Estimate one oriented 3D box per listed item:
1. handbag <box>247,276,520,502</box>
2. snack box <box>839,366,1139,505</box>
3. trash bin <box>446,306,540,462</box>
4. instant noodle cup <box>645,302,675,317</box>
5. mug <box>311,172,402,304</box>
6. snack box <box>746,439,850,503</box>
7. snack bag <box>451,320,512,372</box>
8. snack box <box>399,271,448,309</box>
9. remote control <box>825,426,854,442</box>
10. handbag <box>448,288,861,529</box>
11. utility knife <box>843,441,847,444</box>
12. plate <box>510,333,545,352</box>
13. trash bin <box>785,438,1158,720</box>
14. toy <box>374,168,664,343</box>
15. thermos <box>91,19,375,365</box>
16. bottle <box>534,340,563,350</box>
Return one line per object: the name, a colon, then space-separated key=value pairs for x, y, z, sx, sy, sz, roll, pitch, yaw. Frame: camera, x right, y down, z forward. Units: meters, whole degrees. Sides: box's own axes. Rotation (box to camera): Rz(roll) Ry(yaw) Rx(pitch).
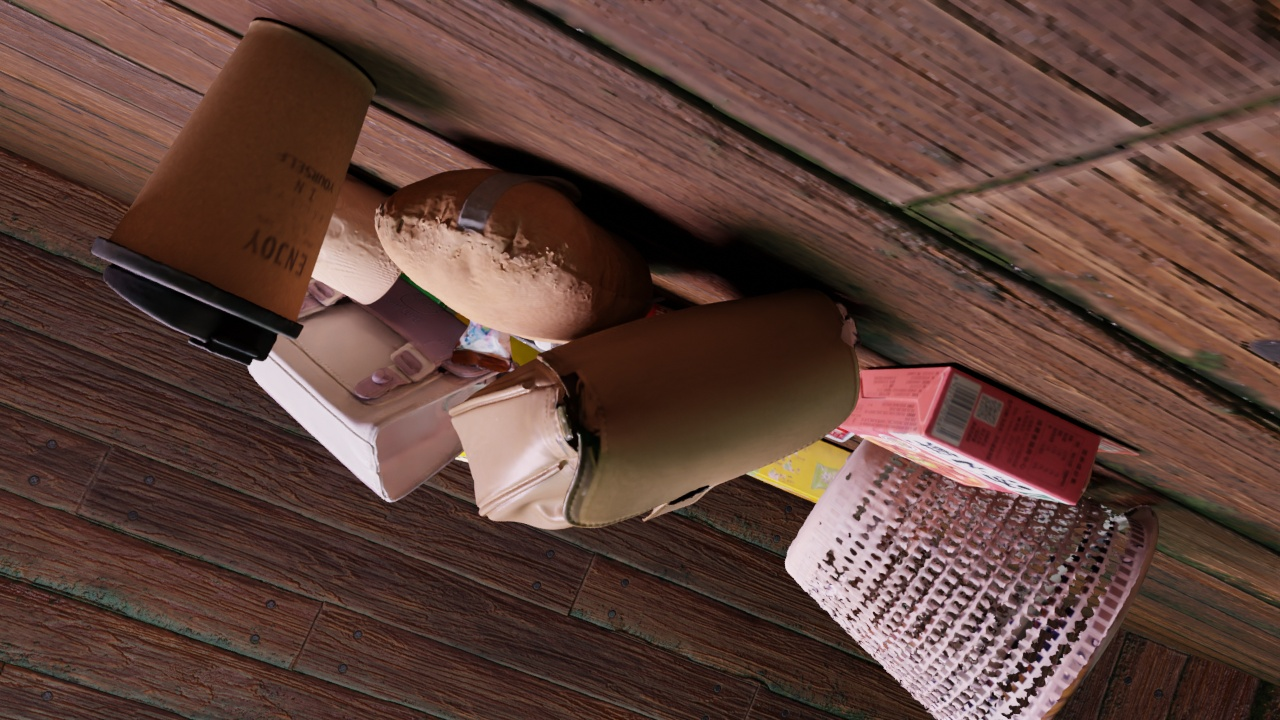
handbag: x=-0.211 y=0.001 z=0.741 sx=0.197 sy=0.144 sz=0.099 roll=34 pitch=138 yaw=28
snack box: x=0.202 y=0.048 z=0.551 sx=0.127 sy=0.044 sz=0.113 roll=24 pitch=174 yaw=-9
trash bin: x=-0.244 y=0.015 z=1.136 sx=0.256 sy=0.229 sz=0.229 roll=14 pitch=171 yaw=25
instant noodle cup: x=0.004 y=0.021 z=0.665 sx=0.108 sy=0.138 sz=0.138 roll=15 pitch=174 yaw=-1
mug: x=-0.238 y=-0.112 z=0.695 sx=0.103 sy=0.084 sz=0.124 roll=29 pitch=-162 yaw=-37
snack box: x=0.165 y=0.117 z=1.154 sx=0.210 sy=0.070 sz=0.158 roll=22 pitch=174 yaw=6
snack bag: x=-0.105 y=-0.042 z=0.670 sx=0.045 sy=0.105 sz=0.026 roll=13 pitch=-165 yaw=-16
snack box: x=-0.240 y=-0.066 z=0.896 sx=0.118 sy=0.105 sz=0.117 roll=25 pitch=174 yaw=-8
remote control: x=0.169 y=0.054 z=0.833 sx=0.056 sy=0.020 sz=0.136 roll=21 pitch=173 yaw=9
handbag: x=0.013 y=0.029 z=0.479 sx=0.204 sy=0.099 sz=0.148 roll=-17 pitch=173 yaw=-25
utility knife: x=0.147 y=0.054 z=0.922 sx=0.187 sy=0.018 sz=0.034 roll=26 pitch=-175 yaw=-31
plate: x=-0.077 y=-0.014 z=0.923 sx=0.179 sy=0.024 sz=0.179 roll=27 pitch=180 yaw=0
trash bin: x=0.225 y=0.150 z=0.681 sx=0.192 sy=0.227 sz=0.227 roll=34 pitch=177 yaw=17
toy: x=-0.057 y=-0.050 z=0.541 sx=0.143 sy=0.082 sz=0.226 roll=22 pitch=178 yaw=10
thermos: x=-0.179 y=-0.076 z=0.422 sx=0.093 sy=0.143 sz=0.093 roll=24 pitch=174 yaw=3
bottle: x=-0.005 y=0.005 z=0.786 sx=0.195 sy=0.079 sz=0.044 roll=22 pitch=140 yaw=26
